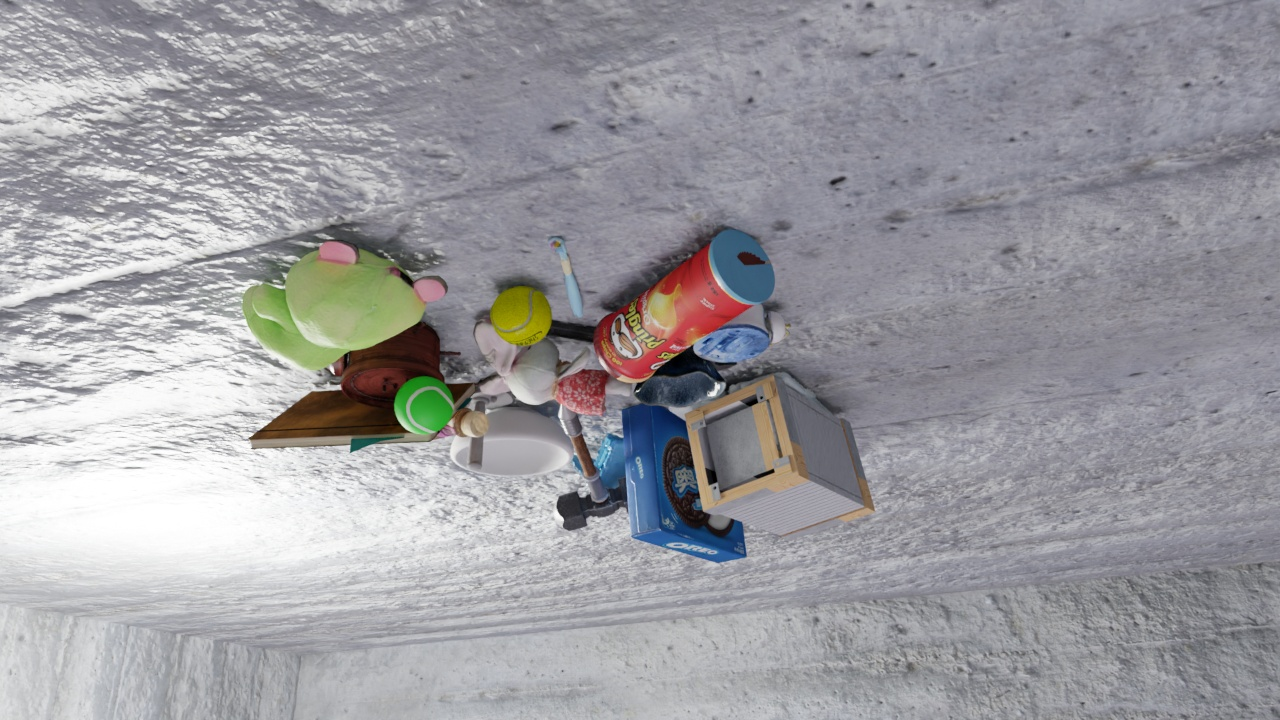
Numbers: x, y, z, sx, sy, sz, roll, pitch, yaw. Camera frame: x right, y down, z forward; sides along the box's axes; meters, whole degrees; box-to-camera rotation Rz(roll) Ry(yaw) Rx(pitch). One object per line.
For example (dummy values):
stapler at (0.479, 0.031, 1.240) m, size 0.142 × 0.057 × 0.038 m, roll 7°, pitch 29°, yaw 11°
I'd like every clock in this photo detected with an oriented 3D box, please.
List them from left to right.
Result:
clock at (-0.305, 0.004, 1.088) m, size 0.158 × 0.072 × 0.120 m, roll -10°, pitch 154°, yaw 15°
clock at (0.117, -0.033, 1.071) m, size 0.125 × 0.051 × 0.089 m, roll 12°, pitch 151°, yaw -29°

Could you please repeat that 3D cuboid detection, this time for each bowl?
bowl at (-0.186, 0.112, 1.336) m, size 0.176 × 0.066 × 0.177 m, roll -2°, pitch 155°, yaw -1°
bowl at (0.045, 0.016, 1.116) m, size 0.110 × 0.055 × 0.110 m, roll -5°, pitch 157°, yaw -2°

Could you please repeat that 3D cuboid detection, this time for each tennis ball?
tennis ball at (-0.243, 0.050, 1.030) m, size 0.065 × 0.065 × 0.065 m, roll -2°, pitch 155°, yaw -1°
tennis ball at (-0.130, -0.049, 0.998) m, size 0.065 × 0.065 × 0.065 m, roll -2°, pitch 155°, yaw -1°

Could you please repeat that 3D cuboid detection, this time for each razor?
razor at (-0.218, 0.091, 1.231) m, size 0.088 × 0.116 × 0.047 m, roll -12°, pitch 148°, yaw 19°

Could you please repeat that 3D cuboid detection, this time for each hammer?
hammer at (-0.077, 0.142, 1.299) m, size 0.156 × 0.043 × 0.323 m, roll -16°, pitch 145°, yaw -1°

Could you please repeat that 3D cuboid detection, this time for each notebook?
notebook at (-0.335, 0.069, 1.138) m, size 0.249 × 0.014 × 0.178 m, roll -3°, pitch -161°, yaw 11°

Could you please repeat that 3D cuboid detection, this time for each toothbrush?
toothbrush at (-0.077, -0.085, 0.983) m, size 0.022 × 0.016 × 0.155 m, roll 26°, pitch 160°, yaw 16°

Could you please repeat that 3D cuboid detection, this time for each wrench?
wrench at (0.000, -0.020, 1.132) m, size 0.273 × 0.018 × 0.073 m, roll 10°, pitch 153°, yaw -21°

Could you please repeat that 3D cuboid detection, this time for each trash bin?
trash bin at (0.199, 0.145, 1.289) m, size 0.143 × 0.142 × 0.246 m, roll -26°, pitch 148°, yaw 27°

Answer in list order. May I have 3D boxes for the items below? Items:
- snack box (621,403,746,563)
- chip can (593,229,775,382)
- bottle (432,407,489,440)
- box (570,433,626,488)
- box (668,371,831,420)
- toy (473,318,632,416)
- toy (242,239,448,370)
snack box at (0.067, 0.186, 1.370) m, size 0.056 × 0.195 × 0.238 m, roll -22°, pitch 149°, yaw 31°
chip can at (0.041, -0.053, 0.982) m, size 0.087 × 0.087 × 0.214 m, roll 14°, pitch 149°, yaw -32°
bottle at (-0.267, 0.077, 1.208) m, size 0.166 × 0.059 × 0.059 m, roll 4°, pitch 163°, yaw 37°
box at (0.002, 0.170, 1.520) m, size 0.231 × 0.094 × 0.111 m, roll 16°, pitch -168°, yaw -37°
box at (0.163, 0.077, 1.337) m, size 0.192 × 0.045 × 0.209 m, roll -14°, pitch 153°, yaw 24°
toy at (-0.107, 0.017, 1.100) m, size 0.194 × 0.084 × 0.159 m, roll 10°, pitch 147°, yaw 4°
toy at (-0.315, -0.050, 0.944) m, size 0.197 × 0.107 × 0.150 m, roll -15°, pitch 152°, yaw 42°
